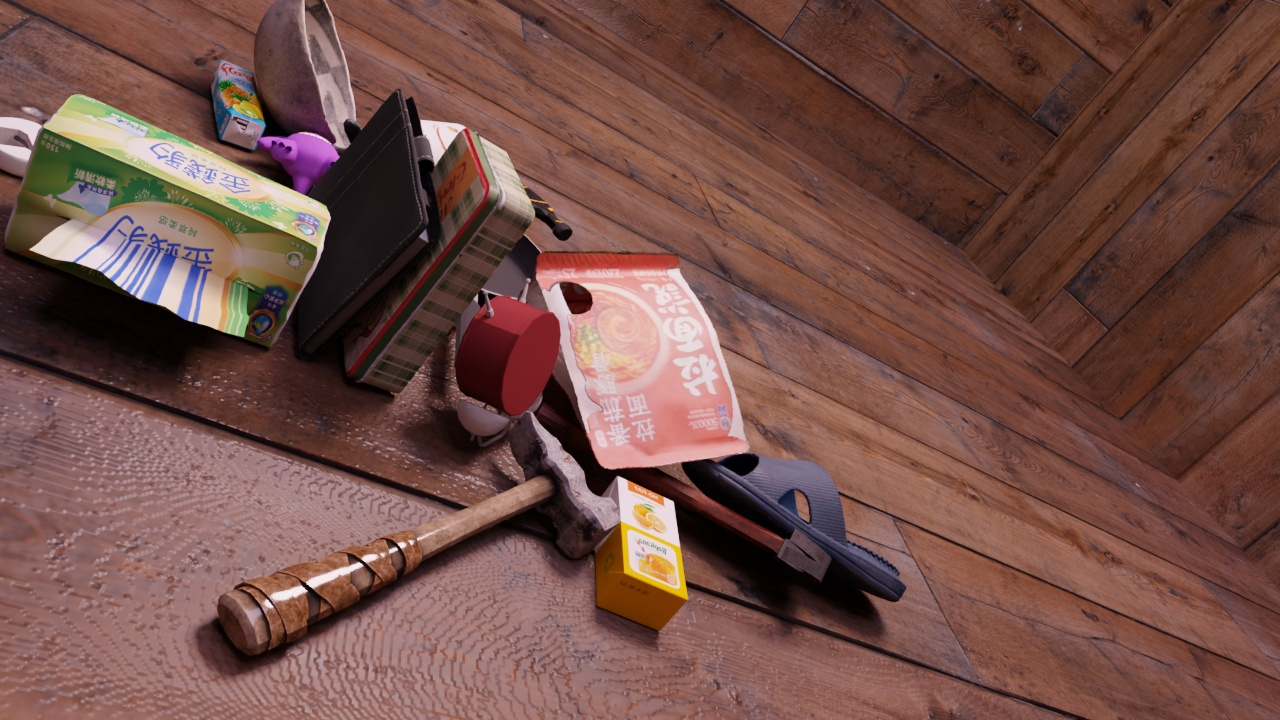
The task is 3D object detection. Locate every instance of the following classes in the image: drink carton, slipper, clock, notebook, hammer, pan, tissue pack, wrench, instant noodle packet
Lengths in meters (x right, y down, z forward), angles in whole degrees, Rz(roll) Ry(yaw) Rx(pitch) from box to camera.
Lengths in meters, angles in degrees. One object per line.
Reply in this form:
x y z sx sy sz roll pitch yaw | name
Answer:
-0.003 0.153 0.751 0.058 0.040 0.122 27 26 -19 | drink carton
0.164 0.143 0.895 0.263 0.082 0.101 34 -13 -14 | slipper
-0.112 0.006 0.763 0.048 0.138 0.096 21 20 17 | clock
-0.233 -0.121 0.769 0.029 0.170 0.208 31 27 -43 | notebook
0.036 0.121 0.836 0.300 0.028 0.111 29 -13 -1 | hammer
-0.179 -0.077 0.926 0.204 0.044 0.355 25 27 -24 | pan
-0.336 -0.081 0.654 0.197 0.120 0.141 18 28 -23 | tissue pack
-0.400 -0.137 0.779 0.273 0.018 0.066 19 29 -36 | wrench
-0.005 0.005 0.865 0.164 0.084 0.220 -2 54 -32 | instant noodle packet
-0.204 -0.185 1.005 0.123 0.036 0.319 44 23 22 | hammer
-0.421 -0.268 0.959 0.044 0.039 0.128 15 32 -39 | drink carton
-0.138 0.118 0.629 0.121 0.049 0.317 50 30 15 | hammer

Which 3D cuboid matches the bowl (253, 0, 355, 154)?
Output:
-0.371 -0.309 0.992 0.081 0.179 0.178 -7 35 -5 | bowl

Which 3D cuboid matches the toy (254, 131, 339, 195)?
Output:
-0.337 -0.202 0.932 0.106 0.056 0.088 17 26 -24 | toy

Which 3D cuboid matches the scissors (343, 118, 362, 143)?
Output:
-0.308 -0.229 0.999 0.019 0.126 0.144 -10 51 -11 | scissors

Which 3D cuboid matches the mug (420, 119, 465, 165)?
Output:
-0.253 -0.240 1.079 0.082 0.082 0.105 44 27 17 | mug

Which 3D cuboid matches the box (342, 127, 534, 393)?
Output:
-0.173 -0.080 0.747 0.050 0.206 0.117 25 28 -40 | box
